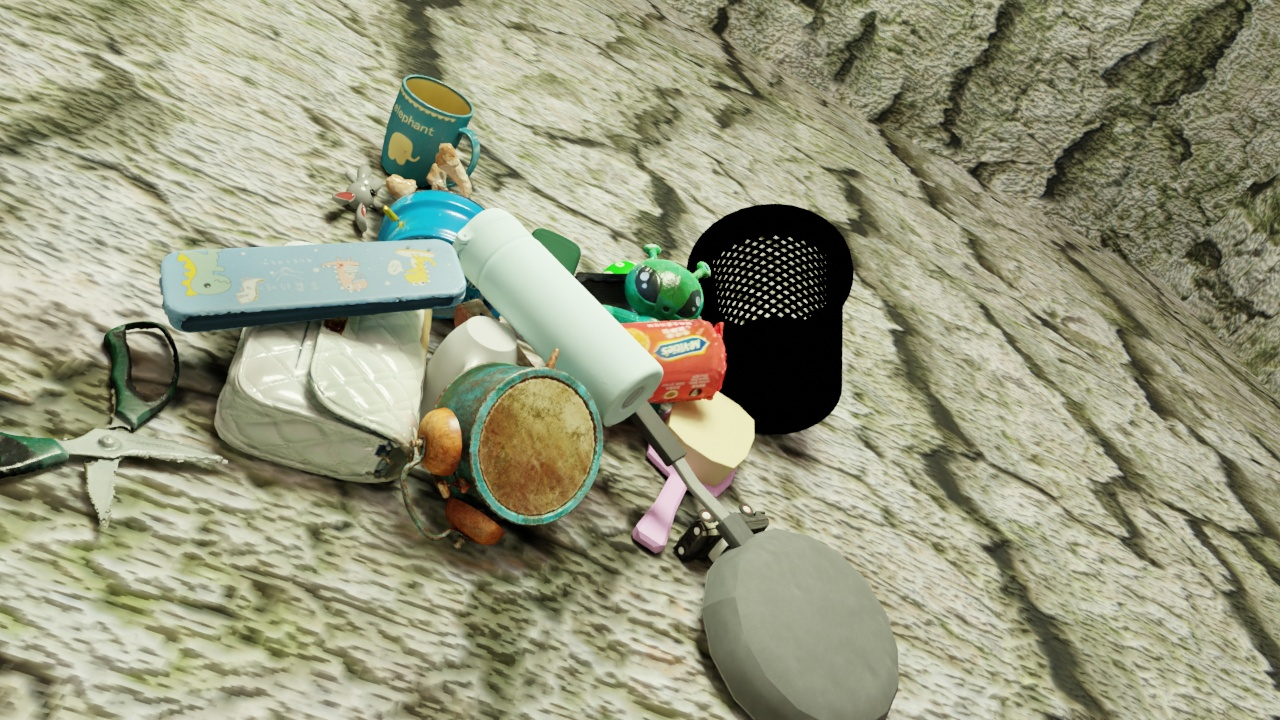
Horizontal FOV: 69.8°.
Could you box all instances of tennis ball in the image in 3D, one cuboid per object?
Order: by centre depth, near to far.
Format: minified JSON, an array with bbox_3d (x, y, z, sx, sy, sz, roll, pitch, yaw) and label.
[{"bbox_3d":[-0.017,-0.079,1.027,0.065,0.065,0.065,23,30,-15],"label":"tennis ball"}]

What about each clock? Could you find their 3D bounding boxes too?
[{"bbox_3d":[-0.107,0.069,0.671,0.157,0.121,0.073,-32,21,-35],"label":"clock"},{"bbox_3d":[-0.169,-0.088,0.849,0.161,0.117,0.060,19,42,-14],"label":"clock"}]

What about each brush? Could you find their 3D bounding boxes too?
[{"bbox_3d":[0.045,0.095,0.843,0.089,0.043,0.228,33,29,2],"label":"brush"}]

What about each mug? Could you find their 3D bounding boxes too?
[{"bbox_3d":[-0.141,0.020,0.733,0.071,0.090,0.107,28,29,-6],"label":"mug"},{"bbox_3d":[-0.235,-0.246,1.037,0.112,0.104,0.084,37,29,4],"label":"mug"}]

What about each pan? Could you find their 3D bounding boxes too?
[{"bbox_3d":[0.080,0.140,0.734,0.178,0.041,0.357,-23,70,-47],"label":"pan"}]

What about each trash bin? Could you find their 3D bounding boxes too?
[{"bbox_3d":[0.146,-0.036,1.014,0.195,0.196,0.199,23,40,-15],"label":"trash bin"}]

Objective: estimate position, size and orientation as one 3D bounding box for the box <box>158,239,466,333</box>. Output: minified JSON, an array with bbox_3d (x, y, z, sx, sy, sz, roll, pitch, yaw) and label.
[{"bbox_3d":[-0.231,-0.059,0.663,0.209,0.037,0.065,-8,47,-24],"label":"box"}]

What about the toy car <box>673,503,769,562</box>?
[{"bbox_3d":[0.073,0.150,0.786,0.092,0.040,0.037,1,43,-42],"label":"toy car"}]

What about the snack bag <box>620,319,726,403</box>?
[{"bbox_3d":[-0.005,0.005,0.853,0.176,0.082,0.082,-4,40,-15],"label":"snack bag"}]

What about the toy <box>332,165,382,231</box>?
[{"bbox_3d":[-0.289,-0.170,0.945,0.049,0.030,0.111,51,17,-27],"label":"toy"}]

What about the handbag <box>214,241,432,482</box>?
[{"bbox_3d":[-0.228,-0.006,0.694,0.138,0.073,0.194,20,37,-24],"label":"handbag"}]

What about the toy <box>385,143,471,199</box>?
[{"bbox_3d":[-0.211,-0.163,0.980,0.085,0.074,0.106,-38,93,-27],"label":"toy"}]

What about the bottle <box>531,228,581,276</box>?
[{"bbox_3d":[-0.105,-0.081,0.951,0.061,0.061,0.131,25,30,-8],"label":"bottle"}]

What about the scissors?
[{"bbox_3d":[-0.370,0.027,0.584,0.201,0.015,0.201,13,32,-29],"label":"scissors"}]

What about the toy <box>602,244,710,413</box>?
[{"bbox_3d":[0.012,-0.035,0.933,0.130,0.073,0.193,25,68,-12],"label":"toy"}]

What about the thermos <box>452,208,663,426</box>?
[{"bbox_3d":[-0.072,-0.041,0.747,0.207,0.065,0.077,46,38,18],"label":"thermos"}]

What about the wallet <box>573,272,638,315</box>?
[{"bbox_3d":[-0.035,-0.046,0.950,0.026,0.089,0.114,-1,4,40],"label":"wallet"}]

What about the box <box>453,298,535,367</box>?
[{"bbox_3d":[-0.104,0.026,0.803,0.048,0.085,0.187,-28,62,-26],"label":"box"}]
